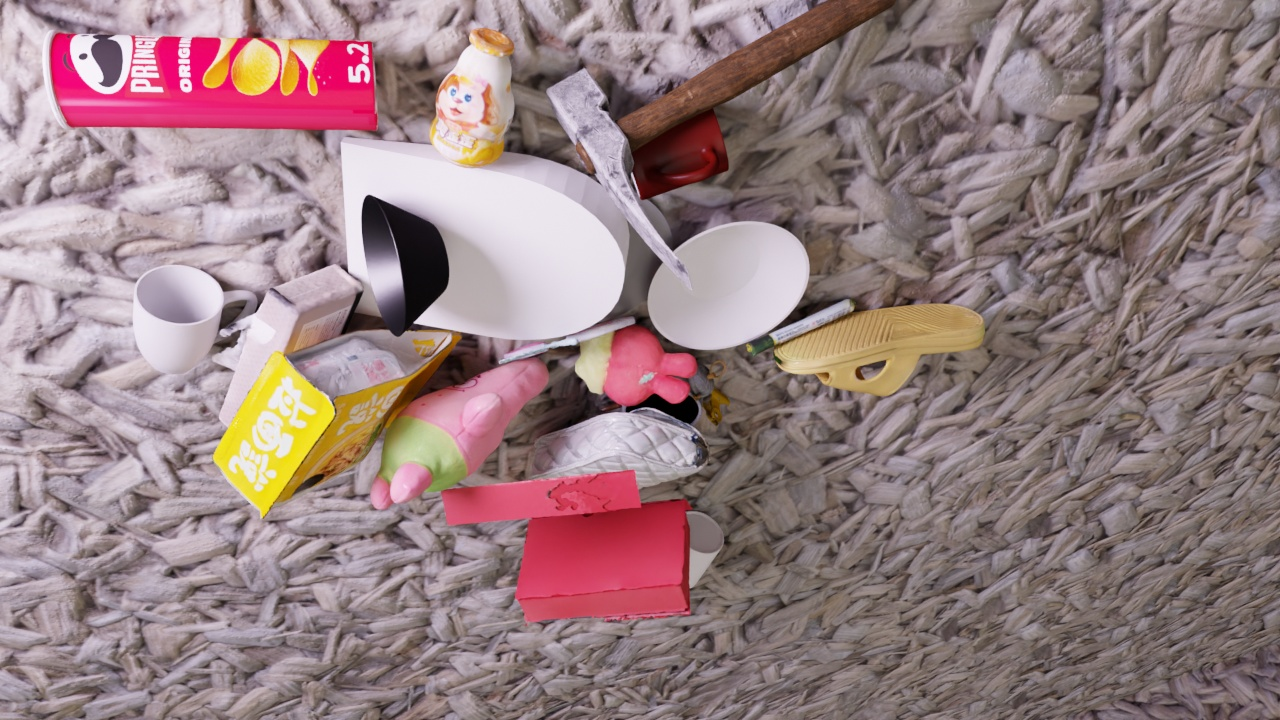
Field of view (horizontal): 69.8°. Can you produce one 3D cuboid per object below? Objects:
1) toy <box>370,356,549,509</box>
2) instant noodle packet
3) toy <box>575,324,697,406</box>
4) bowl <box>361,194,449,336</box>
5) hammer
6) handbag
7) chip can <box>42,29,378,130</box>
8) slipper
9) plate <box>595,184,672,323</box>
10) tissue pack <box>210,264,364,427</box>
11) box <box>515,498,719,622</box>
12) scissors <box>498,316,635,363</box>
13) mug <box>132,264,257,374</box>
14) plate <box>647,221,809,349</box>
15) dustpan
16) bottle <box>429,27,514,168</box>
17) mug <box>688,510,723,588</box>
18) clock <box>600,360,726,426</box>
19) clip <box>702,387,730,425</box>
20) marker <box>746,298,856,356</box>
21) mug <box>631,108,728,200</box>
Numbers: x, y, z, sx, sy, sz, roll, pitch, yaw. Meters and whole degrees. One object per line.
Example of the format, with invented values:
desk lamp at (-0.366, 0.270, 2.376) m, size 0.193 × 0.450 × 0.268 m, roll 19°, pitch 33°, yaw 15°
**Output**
toy at (-0.184, 0.064, 0.952) m, size 0.192 × 0.236 × 0.097 m, roll -14°, pitch 112°, yaw 53°
instant noodle packet at (-0.281, 0.046, 0.908) m, size 0.163 × 0.084 × 0.221 m, roll -50°, pitch 168°, yaw 28°
toy at (-0.006, 0.006, 0.998) m, size 0.135 × 0.045 × 0.092 m, roll 11°, pitch 108°, yaw 10°
bowl at (-0.201, -0.087, 0.804) m, size 0.052 × 0.124 × 0.124 m, roll -14°, pitch 140°, yaw -27°
hammer at (0.099, -0.210, 0.748) m, size 0.300 × 0.217 × 0.037 m, roll -30°, pitch 155°, yaw -4°
handbag at (-0.030, 0.108, 1.057) m, size 0.138 × 0.072 × 0.195 m, roll 19°, pitch 154°, yaw -34°
chip can at (-0.314, -0.209, 0.692) m, size 0.220 × 0.069 × 0.069 m, roll -3°, pitch 136°, yaw -15°
slipper at (0.273, -0.008, 1.059) m, size 0.263 × 0.099 × 0.078 m, roll -10°, pitch 121°, yaw -15°
plate at (-0.056, -0.105, 0.922) m, size 0.178 × 0.012 × 0.179 m, roll -9°, pitch 137°, yaw -9°
tissue pack at (-0.344, -0.010, 0.876) m, size 0.182 × 0.071 × 0.103 m, roll -51°, pitch 172°, yaw 35°
box at (-0.018, 0.278, 1.257) m, size 0.213 × 0.148 × 0.374 m, roll -8°, pitch 164°, yaw 10°
scissors at (-0.076, -0.021, 0.934) m, size 0.175 × 0.013 × 0.171 m, roll -18°, pitch -177°, yaw -21°
mug at (-0.412, -0.035, 0.853) m, size 0.107 × 0.071 × 0.090 m, roll -16°, pitch 152°, yaw -40°
plate at (0.089, -0.086, 0.969) m, size 0.174 × 0.036 × 0.174 m, roll -9°, pitch 137°, yaw -9°
dustpan at (-0.141, -0.111, 0.866) m, size 0.257 × 0.053 × 0.192 m, roll 10°, pitch 133°, yaw -3°
bottle at (-0.133, -0.213, 0.748) m, size 0.063 × 0.063 × 0.109 m, roll 6°, pitch 132°, yaw -23°
mug at (0.050, 0.263, 1.305) m, size 0.110 × 0.073 × 0.091 m, roll 24°, pitch 128°, yaw -4°
clock at (0.036, 0.036, 1.060) m, size 0.148 × 0.056 × 0.104 m, roll -27°, pitch 131°, yaw 28°
clip at (0.085, 0.055, 1.116) m, size 0.048 × 0.046 × 0.054 m, roll 9°, pitch 161°, yaw 45°
marker at (0.182, -0.038, 1.032) m, size 0.146 × 0.017 × 0.017 m, roll -23°, pitch 140°, yaw -21°
mug at (0.031, -0.180, 0.802) m, size 0.082 × 0.105 × 0.073 m, roll -19°, pitch 130°, yaw 2°
